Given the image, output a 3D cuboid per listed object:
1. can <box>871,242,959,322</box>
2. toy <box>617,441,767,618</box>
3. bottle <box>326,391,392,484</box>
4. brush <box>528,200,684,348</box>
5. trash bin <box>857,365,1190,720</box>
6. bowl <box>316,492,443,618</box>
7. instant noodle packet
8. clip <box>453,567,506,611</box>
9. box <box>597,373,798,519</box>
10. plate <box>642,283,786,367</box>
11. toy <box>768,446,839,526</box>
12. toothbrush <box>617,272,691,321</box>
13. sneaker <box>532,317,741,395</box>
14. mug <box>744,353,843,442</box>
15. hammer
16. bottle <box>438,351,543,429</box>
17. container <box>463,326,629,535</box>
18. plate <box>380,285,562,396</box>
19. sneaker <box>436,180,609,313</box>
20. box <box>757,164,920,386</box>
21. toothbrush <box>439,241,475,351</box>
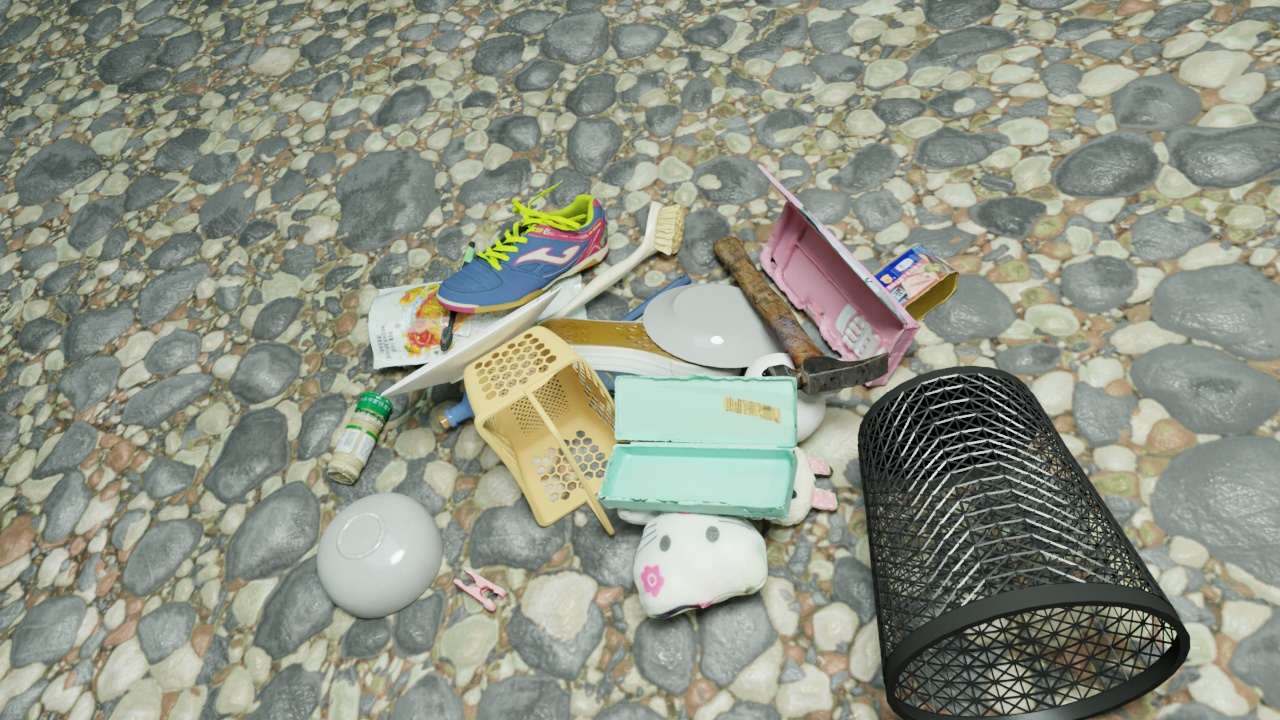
[{"bbox_3d":[0.298,-0.078,1.021,0.099,0.054,0.059,-35,55,-11],"label":"can"},{"bbox_3d":[0.049,0.151,0.901,0.138,0.085,0.208,-12,50,10],"label":"toy"},{"bbox_3d":[-0.331,0.091,1.082,0.043,0.043,0.109,5,57,19],"label":"bottle"},{"bbox_3d":[-0.041,-0.104,1.130,0.271,0.062,0.077,-43,46,-19],"label":"brush"},{"bbox_3d":[0.287,0.147,0.766,0.217,0.217,0.242,-11,45,8],"label":"trash bin"},{"bbox_3d":[-0.282,0.198,0.971,0.132,0.064,0.131,-8,52,10],"label":"bowl"},{"bbox_3d":[-0.204,-0.066,1.159,0.269,0.057,0.146,-11,54,1],"label":"instant noodle packet"},{"bbox_3d":[-0.169,0.239,0.937,0.059,0.023,0.041,16,57,24],"label":"clip"},{"bbox_3d":[0.055,0.079,0.869,0.187,0.056,0.137,1,68,24],"label":"box"},{"bbox_3d":[0.090,-0.051,1.038,0.173,0.019,0.172,2,36,-2],"label":"plate"},{"bbox_3d":[0.142,0.125,0.919,0.112,0.050,0.087,1,54,10],"label":"toy"},{"bbox_3d":[-0.018,-0.052,1.114,0.189,0.017,0.016,-34,53,-11],"label":"toothbrush"},{"bbox_3d":[-0.006,0.006,1.036,0.235,0.079,0.087,7,34,0],"label":"sneaker"},{"bbox_3d":[0.158,0.037,0.940,0.124,0.090,0.076,-27,36,31],"label":"mug"},{"bbox_3d":[0.149,-0.062,1.001,0.120,0.033,0.330,-9,32,-9],"label":"hammer"},{"bbox_3d":[-0.174,0.040,1.070,0.131,0.048,0.048,-30,52,-7],"label":"bottle"},{"bbox_3d":[-0.082,0.078,0.930,0.129,0.183,0.167,-31,44,-9],"label":"container"},{"bbox_3d":[-0.177,-0.011,1.007,0.229,0.030,0.229,-30,8,4],"label":"plate"},{"bbox_3d":[-0.148,-0.139,1.130,0.241,0.091,0.116,-29,42,-28],"label":"sneaker"},{"bbox_3d":[0.210,-0.101,0.994,0.075,0.173,0.233,-25,52,-10],"label":"box"},{"bbox_3d":[-0.226,-0.086,1.142,0.014,0.017,0.187,9,51,-4],"label":"toothbrush"}]
